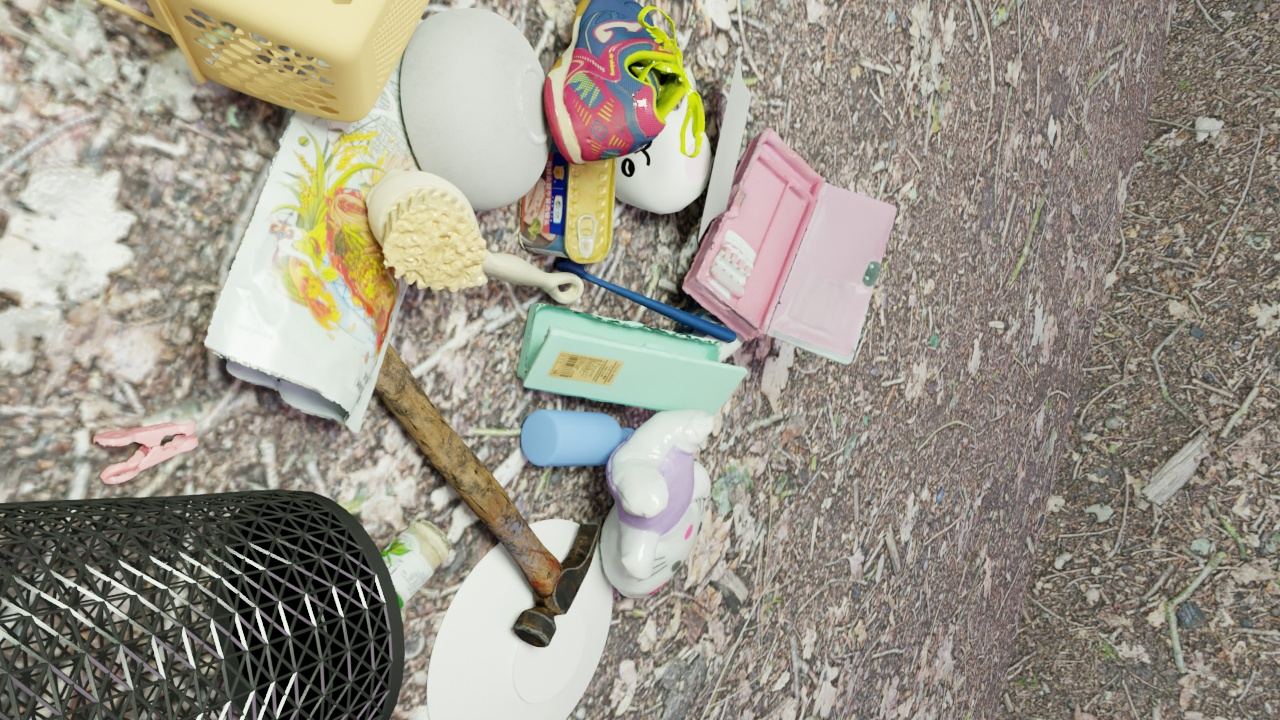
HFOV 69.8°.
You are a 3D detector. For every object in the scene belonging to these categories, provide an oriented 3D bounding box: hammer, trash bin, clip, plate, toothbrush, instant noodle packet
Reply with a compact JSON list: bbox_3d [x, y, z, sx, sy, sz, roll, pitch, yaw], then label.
[{"bbox_3d":[-0.130,0.083,0.712,0.330,0.033,0.119,60,42,-35],"label":"hammer"},{"bbox_3d":[-0.263,0.163,0.450,0.242,0.217,0.217,-4,103,-58],"label":"trash bin"},{"bbox_3d":[-0.284,0.053,0.532,0.057,0.022,0.035,-20,112,-49],"label":"clip"},{"bbox_3d":[0.081,-0.193,0.845,0.173,0.019,0.173,17,86,-87],"label":"plate"},{"bbox_3d":[0.009,-0.055,0.818,0.190,0.016,0.017,22,73,-27],"label":"toothbrush"},{"bbox_3d":[-0.173,-0.101,0.583,0.147,0.057,0.268,48,53,-57],"label":"instant noodle packet"},{"bbox_3d":[-0.090,0.258,0.824,0.228,0.030,0.229,-18,113,-48],"label":"plate"}]

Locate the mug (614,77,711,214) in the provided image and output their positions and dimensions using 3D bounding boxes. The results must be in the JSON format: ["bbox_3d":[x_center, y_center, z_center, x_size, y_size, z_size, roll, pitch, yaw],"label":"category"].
[{"bbox_3d":[0.022,-0.191,0.803,0.090,0.076,0.124,7,94,-52],"label":"mug"}]

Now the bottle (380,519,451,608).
[{"bbox_3d":[-0.186,0.166,0.670,0.109,0.043,0.043,-47,133,-34],"label":"bottle"}]

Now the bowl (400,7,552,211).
[{"bbox_3d":[-0.100,-0.172,0.628,0.131,0.064,0.132,-1,90,-72],"label":"bowl"}]

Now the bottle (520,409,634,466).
[{"bbox_3d":[-0.045,0.070,0.815,0.131,0.048,0.048,8,94,-52],"label":"bottle"}]

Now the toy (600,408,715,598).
[{"bbox_3d":[0.009,0.135,0.838,0.137,0.085,0.210,-56,162,-32],"label":"toy"}]

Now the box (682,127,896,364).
[{"bbox_3d":[0.152,-0.111,0.917,0.232,0.180,0.055,-63,-175,-35],"label":"box"}]

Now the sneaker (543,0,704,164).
[{"bbox_3d":[0.001,-0.219,0.700,0.241,0.091,0.116,-76,151,-51],"label":"sneaker"}]

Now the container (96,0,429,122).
[{"bbox_3d":[-0.196,-0.242,0.490,0.167,0.129,0.183,24,77,-9],"label":"container"}]

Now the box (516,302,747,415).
[{"bbox_3d":[-0.003,0.007,0.771,0.188,0.079,0.077,12,92,-28],"label":"box"}]

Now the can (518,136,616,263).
[{"bbox_3d":[-0.059,-0.130,0.732,0.053,0.059,0.100,-9,106,-50],"label":"can"}]

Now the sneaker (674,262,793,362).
[{"bbox_3d":[0.072,-0.048,0.924,0.234,0.088,0.079,-41,95,-33],"label":"sneaker"}]

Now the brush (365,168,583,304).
[{"bbox_3d":[-0.097,-0.068,0.648,0.077,0.062,0.272,62,14,14],"label":"brush"}]
